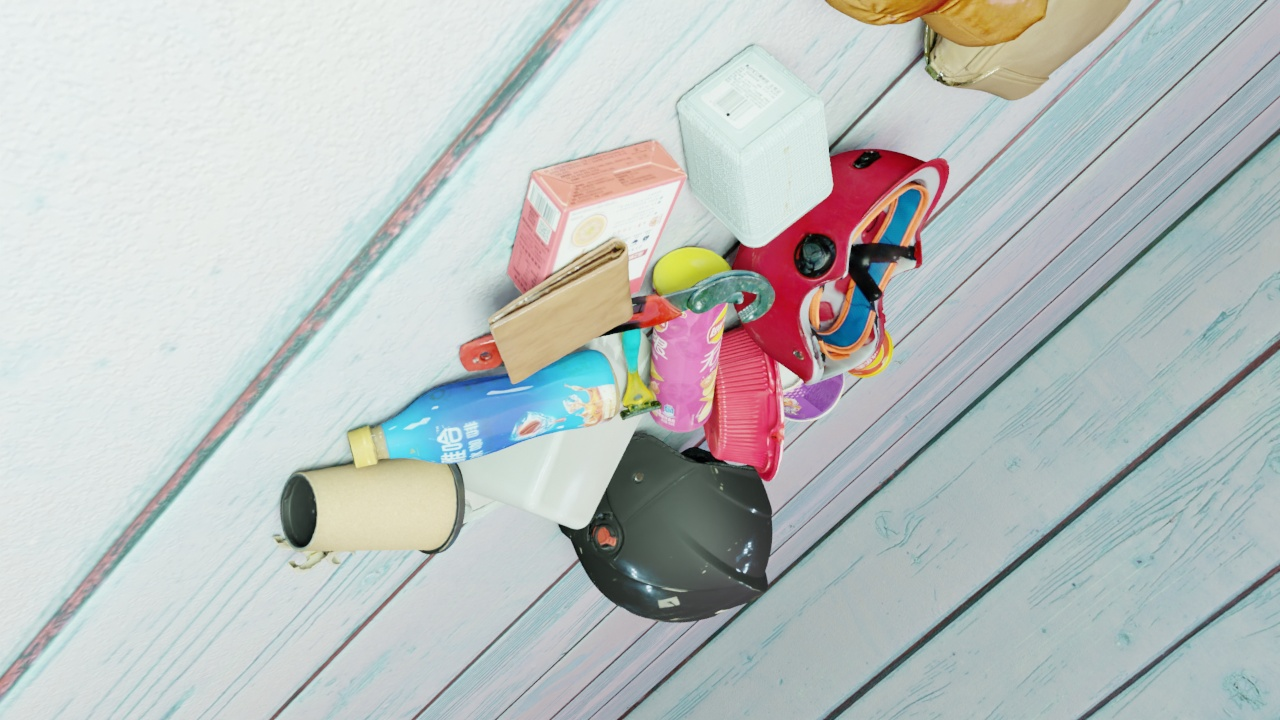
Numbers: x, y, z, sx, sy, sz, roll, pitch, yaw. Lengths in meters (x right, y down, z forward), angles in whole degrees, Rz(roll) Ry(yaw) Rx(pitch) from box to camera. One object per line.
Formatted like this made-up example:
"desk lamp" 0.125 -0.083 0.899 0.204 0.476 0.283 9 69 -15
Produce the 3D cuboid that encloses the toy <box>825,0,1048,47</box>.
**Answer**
"toy" 0.192 -0.276 0.609 0.199 0.130 0.140 -13 -175 -29

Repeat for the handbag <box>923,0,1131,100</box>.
"handbag" 0.335 -0.305 0.806 0.204 0.099 0.148 -11 152 -49

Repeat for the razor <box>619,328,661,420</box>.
"razor" -0.005 0.005 0.876 0.043 0.028 0.133 -14 139 -7

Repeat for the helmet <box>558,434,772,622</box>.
"helmet" 0.037 0.218 1.161 0.275 0.230 0.233 -26 160 19

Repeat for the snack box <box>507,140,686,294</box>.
"snack box" -0.037 -0.092 0.684 0.113 0.044 0.127 -23 153 -35

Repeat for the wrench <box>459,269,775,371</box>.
"wrench" -0.015 -0.033 0.762 0.273 0.016 0.056 -12 136 -13

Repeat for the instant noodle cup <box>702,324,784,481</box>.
"instant noodle cup" 0.106 0.040 1.022 0.066 0.193 0.194 -5 151 -4

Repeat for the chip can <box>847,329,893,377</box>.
"chip can" 0.222 -0.034 1.077 0.073 0.073 0.216 -48 144 18

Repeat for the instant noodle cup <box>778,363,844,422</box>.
"instant noodle cup" 0.191 0.015 1.163 0.112 0.111 0.099 -45 148 12

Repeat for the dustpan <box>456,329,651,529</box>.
"dustpan" -0.107 0.068 0.921 0.257 0.143 0.222 -67 160 -11

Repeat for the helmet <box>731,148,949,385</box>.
"helmet" 0.174 -0.104 0.870 0.206 0.144 0.240 -16 133 -53

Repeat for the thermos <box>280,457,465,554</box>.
"thermos" -0.215 0.119 0.756 0.143 0.093 0.093 3 133 -47

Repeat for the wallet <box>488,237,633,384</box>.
"wallet" -0.056 -0.033 0.683 0.115 0.020 0.101 -31 158 -12

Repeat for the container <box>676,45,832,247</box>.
"container" 0.087 -0.163 0.693 0.090 0.090 0.111 -38 154 -6

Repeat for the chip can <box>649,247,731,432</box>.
"chip can" 0.045 -0.013 0.896 0.071 0.071 0.211 -30 150 -21

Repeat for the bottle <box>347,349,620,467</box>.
"bottle" -0.127 0.044 0.753 0.218 0.065 0.065 -14 149 -20

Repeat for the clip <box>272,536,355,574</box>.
"clip" -0.286 0.166 0.797 0.092 0.035 0.103 -29 163 -33
